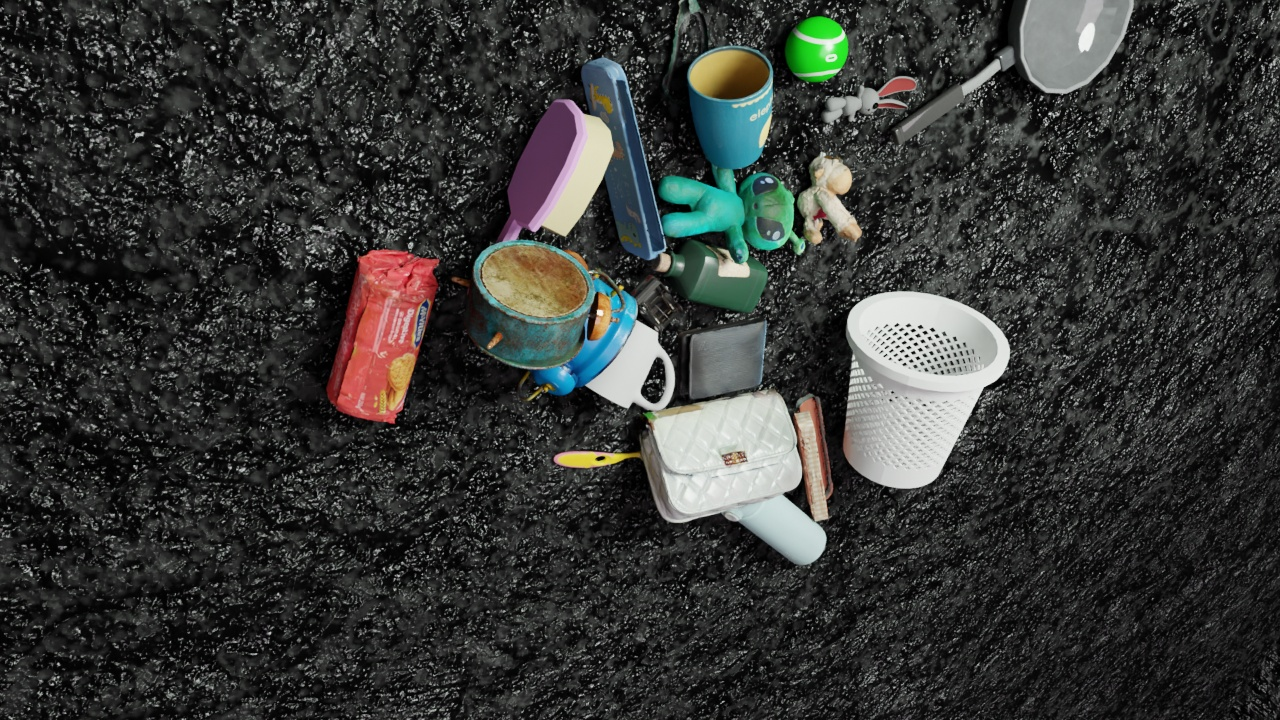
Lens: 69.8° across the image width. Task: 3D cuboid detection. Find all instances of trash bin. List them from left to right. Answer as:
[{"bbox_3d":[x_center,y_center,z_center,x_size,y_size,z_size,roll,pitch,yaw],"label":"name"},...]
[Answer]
[{"bbox_3d":[0.348,0.047,1.189,0.195,0.195,0.200,-13,130,-21],"label":"trash bin"}]

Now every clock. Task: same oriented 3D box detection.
[{"bbox_3d":[-0.090,-0.053,0.874,0.157,0.121,0.073,-11,142,-30],"label":"clock"},{"bbox_3d":[-0.072,-0.020,0.967,0.060,0.117,0.161,38,90,-26],"label":"clock"}]

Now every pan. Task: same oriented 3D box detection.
[{"bbox_3d":[0.439,-0.364,1.093,0.357,0.041,0.179,-35,126,-7],"label":"pan"}]

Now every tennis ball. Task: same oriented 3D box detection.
[{"bbox_3d":[0.185,-0.327,0.967,0.065,0.065,0.065,-12,120,-22],"label":"tennis ball"}]

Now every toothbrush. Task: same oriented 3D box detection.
[{"bbox_3d":[-0.042,0.119,1.116,0.135,0.016,0.021,1,116,-28],"label":"toothbrush"}]

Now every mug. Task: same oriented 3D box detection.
[{"bbox_3d":[-0.006,0.006,1.025,0.089,0.107,0.071,-60,167,3],"label":"mug"},{"bbox_3d":[0.100,-0.265,0.946,0.104,0.084,0.112,77,35,-56],"label":"mug"}]

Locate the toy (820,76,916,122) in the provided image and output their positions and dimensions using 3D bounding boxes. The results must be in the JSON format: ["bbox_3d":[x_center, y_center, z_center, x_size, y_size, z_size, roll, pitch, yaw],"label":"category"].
[{"bbox_3d":[0.257,-0.294,1.044,0.111,0.030,0.049,-17,150,-16],"label":"toy"}]

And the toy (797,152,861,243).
[{"bbox_3d":[0.222,-0.189,1.065,0.085,0.074,0.106,-24,108,-63],"label":"toy"}]

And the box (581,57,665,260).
[{"bbox_3d":[-0.019,-0.198,0.930,0.037,0.066,0.210,-27,125,-17],"label":"box"}]

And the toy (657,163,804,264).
[{"bbox_3d":[0.103,-0.163,1.012,0.193,0.073,0.130,-1,80,-27],"label":"toy"}]

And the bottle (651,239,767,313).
[{"bbox_3d":[0.072,-0.098,1.032,0.131,0.061,0.061,10,112,-31],"label":"bottle"}]

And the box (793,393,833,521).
[{"bbox_3d":[0.236,0.135,1.251,0.048,0.085,0.187,-6,126,13],"label":"box"}]

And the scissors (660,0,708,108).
[{"bbox_3d":[0.011,-0.347,0.899,0.201,0.015,0.202,-8,118,-21],"label":"scissors"}]

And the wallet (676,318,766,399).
[{"bbox_3d":[0.101,-0.002,1.121,0.114,0.026,0.089,-12,119,-22],"label":"wallet"}]

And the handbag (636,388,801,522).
[{"bbox_3d":[0.102,0.114,1.127,0.194,0.073,0.138,-11,78,-23],"label":"handbag"}]

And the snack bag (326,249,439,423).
[{"bbox_3d":[-0.254,-0.023,0.894,0.082,0.082,0.177,9,110,-31],"label":"snack bag"}]

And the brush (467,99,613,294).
[{"bbox_3d":[-0.105,-0.145,0.909,0.043,0.089,0.229,13,121,-37],"label":"brush"}]

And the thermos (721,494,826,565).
[{"bbox_3d":[0.173,0.209,1.244,0.207,0.065,0.077,40,59,-37],"label":"thermos"}]

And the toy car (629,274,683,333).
[{"bbox_3d":[0.015,-0.065,1.029,0.040,0.037,0.092,-45,152,-1],"label":"toy car"}]
